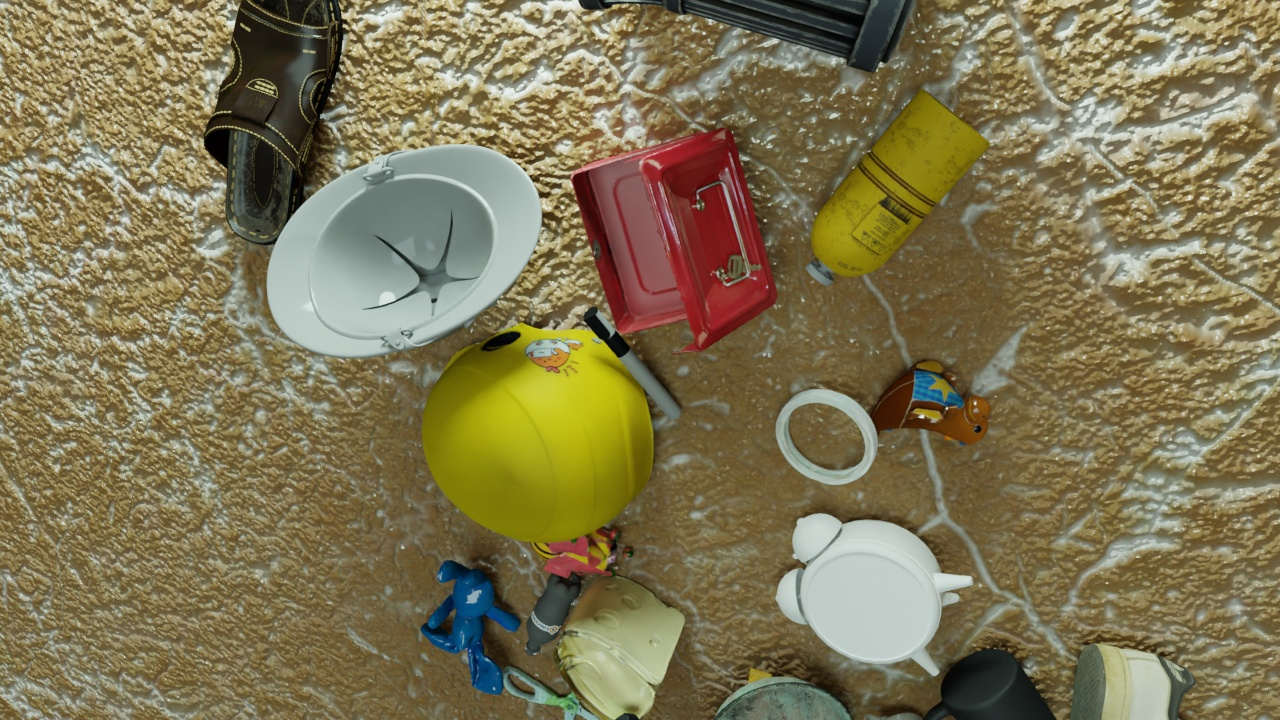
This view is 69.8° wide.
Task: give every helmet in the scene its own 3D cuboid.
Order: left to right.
[{"bbox_3d":[-0.196,-0.085,0.843,0.271,0.117,0.183,-15,74,14],"label":"helmet"},{"bbox_3d":[-0.114,0.081,0.860,0.240,0.139,0.209,0,109,16],"label":"helmet"}]

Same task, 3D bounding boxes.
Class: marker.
[{"bbox_3d":[-0.005,0.005,0.844,0.016,0.016,0.140,-27,121,22],"label":"marker"}]

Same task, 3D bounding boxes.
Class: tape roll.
[{"bbox_3d":[0.168,0.070,0.832,0.093,0.013,0.093,16,124,25],"label":"tape roll"}]

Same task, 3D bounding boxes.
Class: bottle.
[{"bbox_3d":[-0.098,0.272,0.980,0.036,0.036,0.110,28,114,4],"label":"bottle"},{"bbox_3d":[0.195,-0.129,0.736,0.071,0.070,0.164,38,114,0],"label":"bottle"}]

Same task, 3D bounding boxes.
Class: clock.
[{"bbox_3d":[0.216,0.212,0.862,0.161,0.072,0.125,18,113,16],"label":"clock"}]

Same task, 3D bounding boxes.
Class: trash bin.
[{"bbox_3d":[0.088,-0.306,0.658,0.227,0.164,0.164,18,113,5],"label":"trash bin"}]

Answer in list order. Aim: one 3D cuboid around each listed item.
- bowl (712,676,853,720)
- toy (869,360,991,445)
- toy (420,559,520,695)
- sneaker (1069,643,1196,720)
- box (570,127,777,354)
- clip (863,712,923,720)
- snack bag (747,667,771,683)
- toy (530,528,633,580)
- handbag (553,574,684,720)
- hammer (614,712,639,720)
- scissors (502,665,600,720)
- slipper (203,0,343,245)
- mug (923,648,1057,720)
[{"bbox_3d":[0.137,0.380,0.934,0.157,0.038,0.158,-2,111,-6],"label":"bowl"},{"bbox_3d":[0.251,0.054,0.809,0.090,0.070,0.103,26,137,-9],"label":"toy"},{"bbox_3d":[-0.193,0.275,0.993,0.113,0.070,0.177,13,122,13],"label":"toy"},{"bbox_3d":[0.457,0.373,0.844,0.102,0.088,0.242,-2,105,8],"label":"sneaker"},{"bbox_3d":[0.016,-0.101,0.776,0.169,0.153,0.157,-2,110,48],"label":"box"},{"bbox_3d":[0.286,0.409,0.885,0.142,0.124,0.073,25,120,-22],"label":"clip"},{"bbox_3d":[0.122,0.368,0.964,0.026,0.020,0.099,9,111,13],"label":"snack bag"},{"bbox_3d":[-0.065,0.194,0.935,0.103,0.046,0.084,-3,149,20],"label":"toy"},{"bbox_3d":[-0.023,0.286,0.920,0.111,0.119,0.081,40,116,-2],"label":"handbag"},{"bbox_3d":[0.064,0.472,0.915,0.025,0.117,0.333,-24,118,18],"label":"hammer"},{"bbox_3d":[-0.082,0.386,1.032,0.174,0.022,0.171,11,109,6],"label":"scissors"},{"bbox_3d":[-0.345,-0.228,0.847,0.113,0.075,0.268,24,114,5],"label":"slipper"},{"bbox_3d":[0.323,0.339,0.861,0.114,0.078,0.088,-34,98,10],"label":"mug"}]
